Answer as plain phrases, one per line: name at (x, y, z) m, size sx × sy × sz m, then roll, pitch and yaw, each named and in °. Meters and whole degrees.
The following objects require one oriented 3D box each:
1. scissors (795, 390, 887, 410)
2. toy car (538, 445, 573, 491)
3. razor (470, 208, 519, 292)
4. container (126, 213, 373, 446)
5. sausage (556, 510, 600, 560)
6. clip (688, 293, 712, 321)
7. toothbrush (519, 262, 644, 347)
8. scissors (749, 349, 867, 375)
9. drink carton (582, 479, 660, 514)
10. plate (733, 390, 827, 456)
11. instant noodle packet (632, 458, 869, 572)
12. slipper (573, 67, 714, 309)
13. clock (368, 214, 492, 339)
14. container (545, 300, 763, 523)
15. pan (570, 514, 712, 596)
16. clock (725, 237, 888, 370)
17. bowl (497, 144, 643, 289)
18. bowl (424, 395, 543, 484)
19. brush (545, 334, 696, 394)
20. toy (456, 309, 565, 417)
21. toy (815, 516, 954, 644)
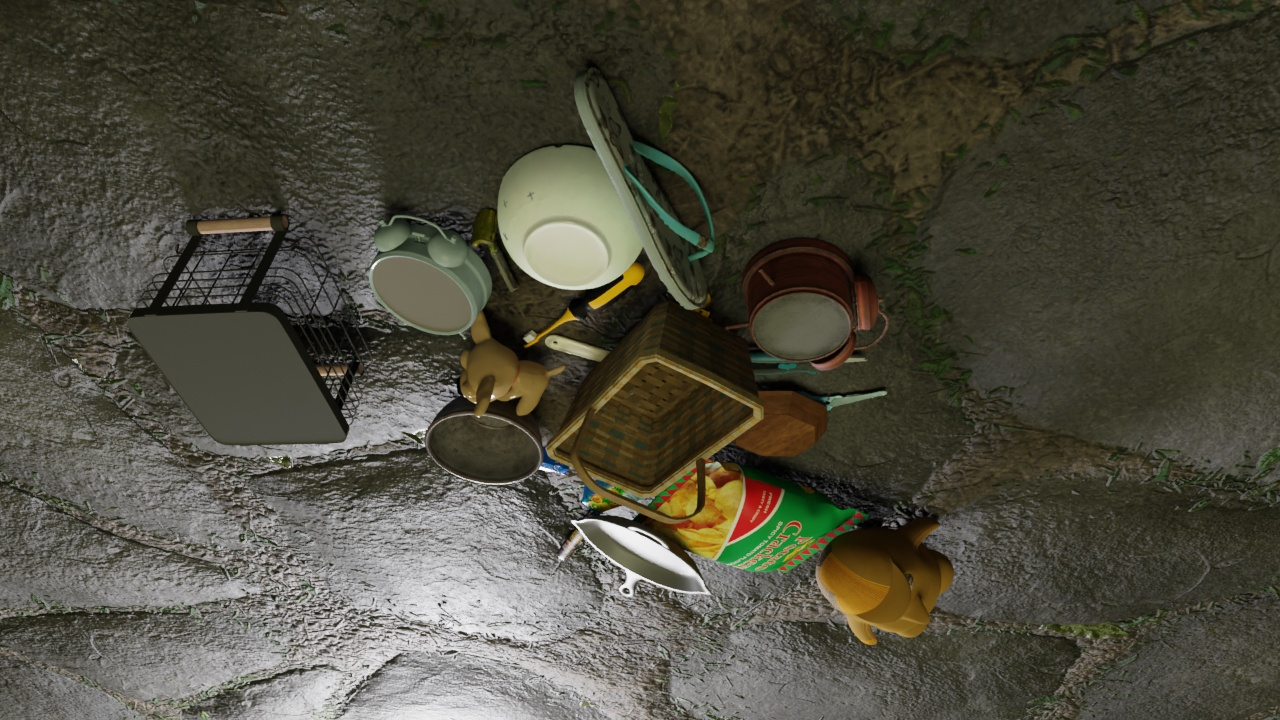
scissors at (0.227, 0.053, 1.093) m, size 0.139 × 0.015 × 0.063 m, roll -6°, pitch 135°, yaw 20°
toy car at (-0.126, 0.144, 1.215) m, size 0.092 × 0.033 × 0.062 m, roll 15°, pitch 130°, yaw -10°
razor at (-0.146, -0.106, 0.950) m, size 0.026 × 0.042 × 0.106 m, roll -6°, pitch 146°, yaw 9°
container at (-0.407, -0.023, 0.994) m, size 0.163 × 0.130 × 0.242 m, roll -2°, pitch 137°, yaw 8°
sausage at (-0.092, 0.257, 1.348) m, size 0.020 × 0.020 × 0.156 m, roll 21°, pitch 136°, yaw -16°
clip at (0.060, -0.057, 0.995) m, size 0.053 × 0.039 × 0.048 m, roll 20°, pitch 140°, yaw -13°
toothbrush at (-0.066, -0.056, 0.997) m, size 0.031 × 0.031 × 0.197 m, roll 41°, pitch 132°, yaw -22°
scissors at (0.176, 0.003, 1.041) m, size 0.129 × 0.019 × 0.138 m, roll 24°, pitch 142°, yaw -31°
drink carton at (-0.017, 0.169, 1.228) m, size 0.129 × 0.038 × 0.044 m, roll -22°, pitch 131°, yaw 28°
plate at (0.162, 0.081, 1.109) m, size 0.131 × 0.025 × 0.131 m, roll 5°, pitch 145°, yaw 4°
instant noodle packet at (0.140, 0.212, 1.219) m, size 0.252 × 0.090 × 0.196 m, roll 21°, pitch 138°, yaw -18°
slipper at (0.020, -0.146, 0.836) m, size 0.055 × 0.098 × 0.269 m, roll -15°, pitch 133°, yaw 22°
clock at (-0.219, -0.089, 0.945) m, size 0.122 × 0.045 × 0.160 m, roll 14°, pitch 144°, yaw 9°
container at (0.008, 0.077, 0.993) m, size 0.157 × 0.185 × 0.251 m, roll 26°, pitch 140°, yaw -18°
pan at (-0.001, 0.292, 1.326) m, size 0.216 × 0.024 × 0.355 m, roll 27°, pitch 153°, yaw 7°
clock at (0.177, -0.053, 0.938) m, size 0.157 × 0.072 × 0.121 m, roll 16°, pitch 137°, yaw -10°
bowl at (-0.068, -0.125, 0.888) m, size 0.153 × 0.072 × 0.154 m, roll 4°, pitch 138°, yaw 4°
bowl at (-0.187, 0.085, 1.134) m, size 0.145 × 0.067 × 0.145 m, roll 3°, pitch 138°, yaw 3°
brush at (-0.006, 0.006, 1.071) m, size 0.217 × 0.012 × 0.033 m, roll 17°, pitch 137°, yaw -9°
toy at (-0.155, 0.016, 1.037) m, size 0.106 × 0.134 × 0.108 m, roll -29°, pitch 148°, yaw 36°
toy at (0.316, 0.289, 1.210) m, size 0.203 × 0.162 × 0.199 m, roll 22°, pitch 98°, yaw -45°
